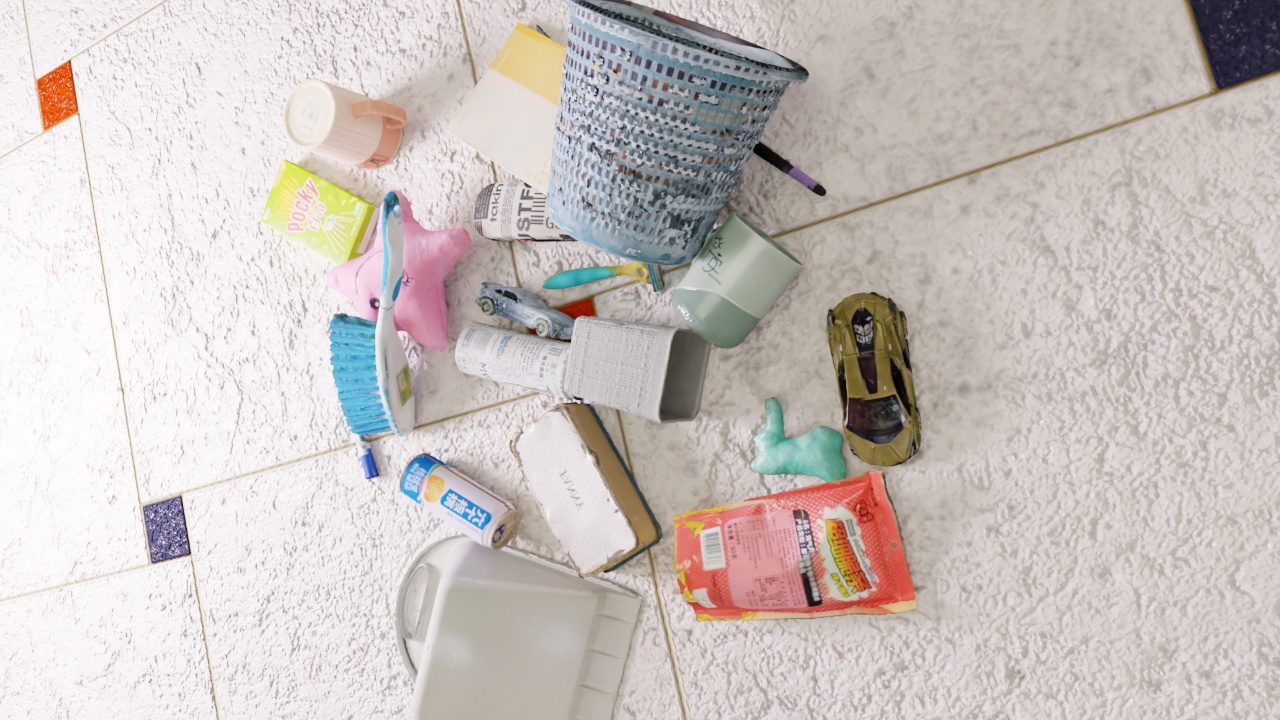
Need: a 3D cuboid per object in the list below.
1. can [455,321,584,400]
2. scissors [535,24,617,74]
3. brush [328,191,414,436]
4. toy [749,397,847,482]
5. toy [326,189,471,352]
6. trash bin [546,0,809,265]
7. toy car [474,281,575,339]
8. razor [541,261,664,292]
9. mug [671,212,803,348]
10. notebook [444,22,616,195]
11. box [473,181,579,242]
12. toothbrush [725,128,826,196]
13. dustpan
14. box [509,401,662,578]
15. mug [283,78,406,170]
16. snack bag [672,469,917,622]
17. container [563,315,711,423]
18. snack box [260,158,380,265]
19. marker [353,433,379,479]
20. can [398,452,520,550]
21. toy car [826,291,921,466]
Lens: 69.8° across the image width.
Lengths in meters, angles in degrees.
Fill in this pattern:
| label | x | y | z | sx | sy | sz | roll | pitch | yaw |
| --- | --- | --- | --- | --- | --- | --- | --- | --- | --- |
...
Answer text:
| label | x | y | z | sx | sy | sz | roll | pitch | yaw |
| --- | --- | --- | --- | --- | --- | --- | --- | --- | --- |
| can | -0.121 | 0.000 | 0.967 | 0.147 | 0.058 | 0.058 | 13 | 95 | 25 |
| scissors | -0.065 | -0.289 | 0.970 | 0.160 | 0.014 | 0.178 | -13 | 83 | 25 |
| brush | -0.282 | -0.041 | 0.976 | 0.109 | 0.060 | 0.315 | 11 | 127 | 16 |
| toy | 0.145 | 0.081 | 0.856 | 0.092 | 0.030 | 0.096 | -5 | 91 | 23 |
| toy | -0.259 | -0.087 | 1.023 | 0.195 | 0.074 | 0.178 | -42 | 77 | 24 |
| trash bin | 0.010 | -0.201 | 0.823 | 0.227 | 0.226 | 0.195 | 30 | 116 | 22 |
| toy car | -0.118 | -0.052 | 0.968 | 0.121 | 0.054 | 0.037 | 24 | 101 | 23 |
| razor | -0.041 | -0.087 | 0.947 | 0.133 | 0.028 | 0.043 | -6 | 118 | 23 |
| mug | 0.081 | -0.079 | 0.867 | 0.106 | 0.082 | 0.111 | -53 | 39 | 16 |
| notebook | -0.097 | -0.256 | 0.961 | 0.206 | 0.010 | 0.146 | 36 | 93 | 26 |
| box | -0.107 | -0.158 | 0.966 | 0.164 | 0.055 | 0.070 | 1 | 68 | 26 |
| toothbrush | 0.104 | -0.213 | 0.888 | 0.189 | 0.016 | 0.014 | 40 | 111 | 19 |
| dustpan | -0.152 | 0.306 | 1.005 | 0.257 | 0.142 | 0.223 | 14 | 96 | -5 |
| box | -0.054 | 0.136 | 0.935 | 0.090 | 0.060 | 0.184 | -34 | 78 | 22 |
| mug | -0.326 | -0.270 | 1.041 | 0.115 | 0.105 | 0.081 | -7 | 86 | 25 |
| snack bag | 0.136 | 0.179 | 0.844 | 0.208 | 0.073 | 0.128 | -13 | 91 | 19 |
| container | -0.005 | 0.005 | 0.898 | 0.114 | 0.090 | 0.090 | 12 | 94 | 28 |
| snack box | -0.391 | -0.177 | 1.114 | 0.156 | 0.026 | 0.086 | 29 | 100 | 23 |
| marker | -0.337 | 0.070 | 1.091 | 0.017 | 0.016 | 0.145 | -22 | 80 | 23 |
| can | -0.198 | 0.154 | 1.003 | 0.135 | 0.053 | 0.053 | 26 | 100 | 23 |
| toy car | 0.210 | 0.018 | 0.822 | 0.070 | 0.042 | 0.158 | -12 | 87 | 25 |
